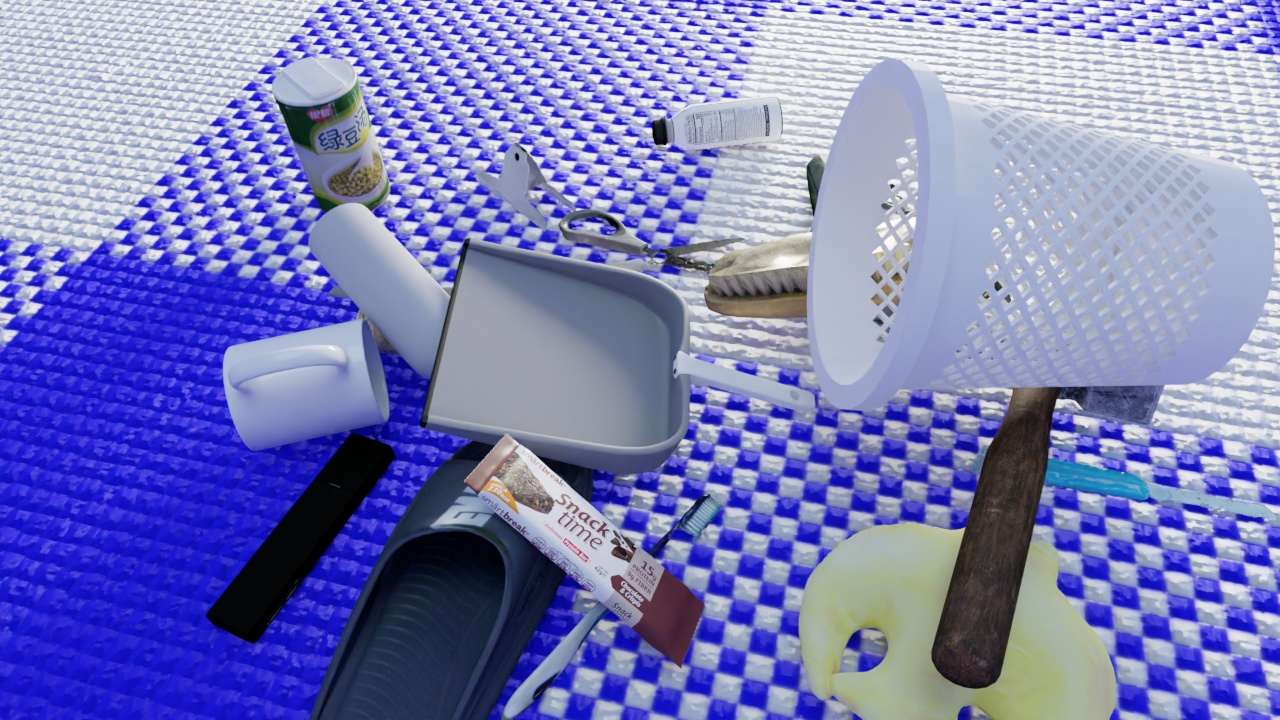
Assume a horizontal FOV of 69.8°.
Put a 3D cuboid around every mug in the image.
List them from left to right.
[{"bbox_3d":[-0.226,0.012,0.614,0.090,0.111,0.073,-13,78,-7],"label":"mug"}]

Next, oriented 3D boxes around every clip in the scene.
[{"bbox_3d":[-0.102,-0.156,0.796,0.102,0.052,0.058,38,101,30],"label":"clip"}]

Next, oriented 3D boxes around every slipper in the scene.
[{"bbox_3d":[-0.115,0.129,0.526,0.111,0.083,0.267,13,53,16],"label":"slipper"}]

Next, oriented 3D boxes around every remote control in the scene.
[{"bbox_3d":[-0.215,0.110,0.592,0.034,0.013,0.149,15,52,21],"label":"remote control"}]

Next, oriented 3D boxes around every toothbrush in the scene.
[{"bbox_3d":[-0.013,0.145,0.550,0.017,0.016,0.188,38,61,18],"label":"toothbrush"}]

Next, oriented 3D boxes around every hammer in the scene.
[{"bbox_3d":[0.180,0.056,0.541,0.218,0.037,0.299,14,37,23],"label":"hammer"}]

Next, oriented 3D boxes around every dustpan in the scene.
[{"bbox_3d":[-0.004,0.004,0.620,0.257,0.033,0.162,16,48,-15],"label":"dustpan"}]

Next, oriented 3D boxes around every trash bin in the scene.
[{"bbox_3d":[0.222,-0.060,0.529,0.199,0.196,0.195,5,49,-6],"label":"trash bin"}]

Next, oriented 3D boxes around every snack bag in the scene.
[{"bbox_3d":[-0.028,0.106,0.526,0.158,0.013,0.056,41,30,-2],"label":"snack bag"}]

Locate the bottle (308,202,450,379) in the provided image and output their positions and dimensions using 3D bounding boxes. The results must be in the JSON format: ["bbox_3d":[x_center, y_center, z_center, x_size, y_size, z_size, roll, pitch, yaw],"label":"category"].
[{"bbox_3d":[-0.154,-0.029,0.636,0.052,0.053,0.195,-36,68,-24],"label":"bottle"}]

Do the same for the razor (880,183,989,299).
[{"bbox_3d":[0.231,-0.099,0.738,0.042,0.022,0.144,-25,53,-16],"label":"razor"}]

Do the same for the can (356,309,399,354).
[{"bbox_3d":[-0.168,-0.023,0.686,0.079,0.038,0.038,5,50,7],"label":"can"}]

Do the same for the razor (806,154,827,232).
[{"bbox_3d":[0.150,-0.117,0.745,0.067,0.054,0.151,-17,42,13],"label":"razor"}]

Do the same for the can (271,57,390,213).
[{"bbox_3d":[-0.259,-0.188,0.777,0.067,0.121,0.067,-2,49,2],"label":"can"}]

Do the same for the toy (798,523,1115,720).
[{"bbox_3d":[0.176,0.152,0.500,0.170,0.065,0.154,31,60,24],"label":"toy"}]

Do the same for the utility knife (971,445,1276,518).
[{"bbox_3d":[0.305,0.081,0.584,0.179,0.015,0.022,11,52,14],"label":"utility knife"}]

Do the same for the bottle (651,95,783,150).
[{"bbox_3d":[0.068,-0.213,0.832,0.116,0.041,0.041,-8,50,-3],"label":"bottle"}]

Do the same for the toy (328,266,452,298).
[{"bbox_3d":[-0.189,-0.056,0.721,0.112,0.030,0.049,17,67,10],"label":"toy"}]

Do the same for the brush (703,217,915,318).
[{"bbox_3d":[0.141,-0.066,0.650,0.195,0.043,0.059,-9,34,4],"label":"brush"}]

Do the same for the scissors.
[{"bbox_3d":[-0.004,-0.087,0.746,0.157,0.013,0.166,-35,56,-21],"label":"scissors"}]

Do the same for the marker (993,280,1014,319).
[{"bbox_3d":[0.273,-0.005,0.662,0.011,0.011,0.151,1,50,4],"label":"marker"}]
